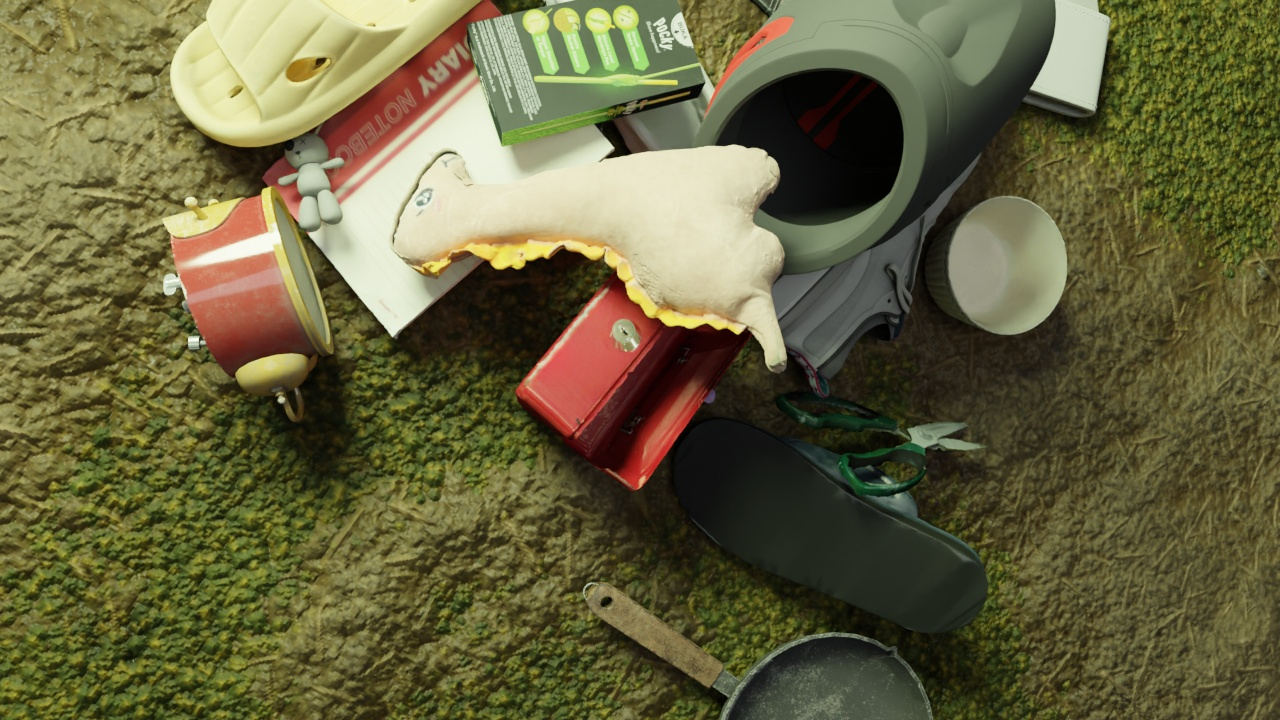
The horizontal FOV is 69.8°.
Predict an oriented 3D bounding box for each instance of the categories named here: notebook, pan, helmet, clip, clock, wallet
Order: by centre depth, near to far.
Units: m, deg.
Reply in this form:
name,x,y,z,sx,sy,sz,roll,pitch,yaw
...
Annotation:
name,x,y,z,sx,sy,sz,roll,pitch,yaw
clock,-0.261,-0.032,0.615,0.081,0.117,0.159,-18,103,-11
helmet,0.153,-0.182,0.625,0.164,0.266,0.169,44,47,-6
notebook,-0.146,-0.141,0.657,0.209,0.012,0.153,-40,90,2
clip,0.035,0.017,0.747,0.052,0.042,0.014,34,82,-50
pan,0.092,0.280,0.758,0.357,0.040,0.207,38,82,-12
wallet,0.362,-0.287,0.813,0.118,0.037,0.115,10,89,-19

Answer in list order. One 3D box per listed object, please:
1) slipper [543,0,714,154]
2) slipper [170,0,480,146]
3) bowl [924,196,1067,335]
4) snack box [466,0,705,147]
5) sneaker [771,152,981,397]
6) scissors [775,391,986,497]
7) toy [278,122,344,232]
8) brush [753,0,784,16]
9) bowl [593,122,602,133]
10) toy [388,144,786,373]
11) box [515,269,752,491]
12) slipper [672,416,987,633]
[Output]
name,x,y,z,sx,sy,sz,roll,pitch,yaw
slipper,-0.004,-0.235,0.703,0.112,0.075,0.247,-33,98,-28
slipper,-0.201,-0.236,0.598,0.261,0.079,0.111,-31,78,2
bowl,0.297,-0.079,0.788,0.115,0.062,0.115,0,92,-15
snack box,-0.038,-0.208,0.640,0.147,0.025,0.080,-17,85,-12
sneaker,0.199,-0.088,0.753,0.262,0.097,0.129,-42,113,-11
scissors,0.203,0.054,0.774,0.209,0.142,0.015,-8,126,-42
toy,-0.232,-0.144,0.639,0.049,0.030,0.111,-17,80,9
brush,0.098,-0.315,0.753,0.151,0.012,0.039,38,82,-12
bowl,-0.084,-0.163,0.685,0.114,0.045,0.114,0,91,2
toy,-0.039,-0.069,0.589,0.264,0.065,0.195,-7,66,9
box,-0.015,-0.006,0.674,0.112,0.135,0.157,38,82,-15
slipper,0.152,0.125,0.754,0.265,0.083,0.109,26,114,3
